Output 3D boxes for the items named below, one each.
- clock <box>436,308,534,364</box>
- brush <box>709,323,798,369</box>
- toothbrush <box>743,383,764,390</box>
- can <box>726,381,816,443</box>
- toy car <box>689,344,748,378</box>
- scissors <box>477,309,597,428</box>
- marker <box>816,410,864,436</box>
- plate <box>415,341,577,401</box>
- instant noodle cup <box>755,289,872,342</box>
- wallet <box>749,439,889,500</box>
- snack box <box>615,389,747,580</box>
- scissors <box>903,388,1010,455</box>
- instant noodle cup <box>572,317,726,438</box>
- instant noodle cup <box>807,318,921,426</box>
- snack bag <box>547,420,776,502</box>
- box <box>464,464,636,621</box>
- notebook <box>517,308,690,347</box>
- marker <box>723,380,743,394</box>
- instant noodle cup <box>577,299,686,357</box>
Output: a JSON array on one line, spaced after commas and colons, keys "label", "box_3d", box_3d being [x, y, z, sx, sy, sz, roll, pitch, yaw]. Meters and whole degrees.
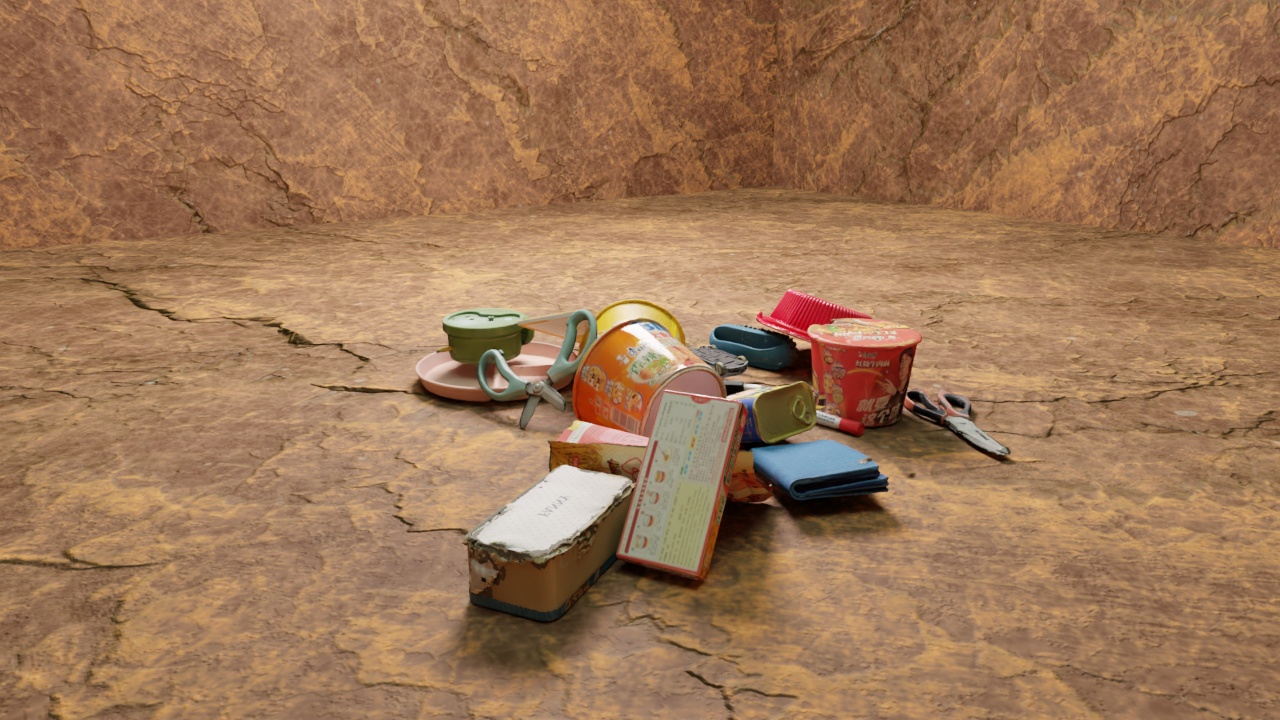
[{"label": "clock", "box_3d": [-0.218, -0.040, 1.325, 0.116, 0.056, 0.161, 5, 18, 13]}, {"label": "brush", "box_3d": [0.158, -0.020, 1.355, 0.144, 0.055, 0.073, 16, 22, 41]}, {"label": "toothbrush", "box_3d": [0.083, 0.027, 1.267, 0.180, 0.016, 0.016, 6, 15, 19]}, {"label": "can", "box_3d": [0.137, 0.061, 1.051, 0.101, 0.057, 0.083, -13, 3, -41]}, {"label": "toy car", "box_3d": [0.106, 0.004, 1.289, 0.048, 0.031, 0.106, -17, 24, -32]}, {"label": "scissors", "box_3d": [-0.132, 0.000, 1.154, 0.170, 0.174, 0.019, 20, -16, 36]}, {"label": "marker", "box_3d": [0.210, 0.067, 1.135, 0.017, 0.017, 0.145, -16, 23, -42]}, {"label": "plate", "box_3d": [-0.199, 0.014, 1.293, 0.229, 0.028, 0.229, 0, 18, 0]}, {"label": "instant noodle cup", "box_3d": [0.270, -0.056, 1.359, 0.194, 0.066, 0.193, 18, 7, -3]}, {"label": "wallet", "box_3d": [0.180, 0.112, 0.943, 0.106, 0.040, 0.133, -5, 9, -11]}, {"label": "snack box", "box_3d": [0.037, 0.105, 0.798, 0.077, 0.155, 0.027, 8, -20, 25]}, {"label": "scissors", "box_3d": [0.398, 0.072, 1.117, 0.181, 0.015, 0.210, -15, 22, -42]}, {"label": "instant noodle cup", "box_3d": [0.016, 0.042, 1.014, 0.151, 0.151, 0.111, -12, 29, -35]}, {"label": "instant noodle cup", "box_3d": [0.277, 0.016, 1.145, 0.138, 0.109, 0.137, 0, 16, 0]}, {"label": "snack bag", "box_3d": [0.021, 0.105, 0.894, 0.208, 0.073, 0.128, 5, -22, 21]}, {"label": "box", "box_3d": [-0.069, 0.148, 0.790, 0.090, 0.063, 0.183, 9, 17, 25]}, {"label": "notebook", "box_3d": [-0.049, -0.038, 1.297, 0.146, 0.010, 0.206, -6, -16, 42]}, {"label": "marker", "box_3d": [0.073, 0.035, 1.234, 0.132, 0.022, 0.020, 2, 60, 5]}, {"label": "instant noodle cup", "box_3d": [-0.007, 0.007, 1.154, 0.138, 0.138, 0.109, -1, 26, -2]}]
